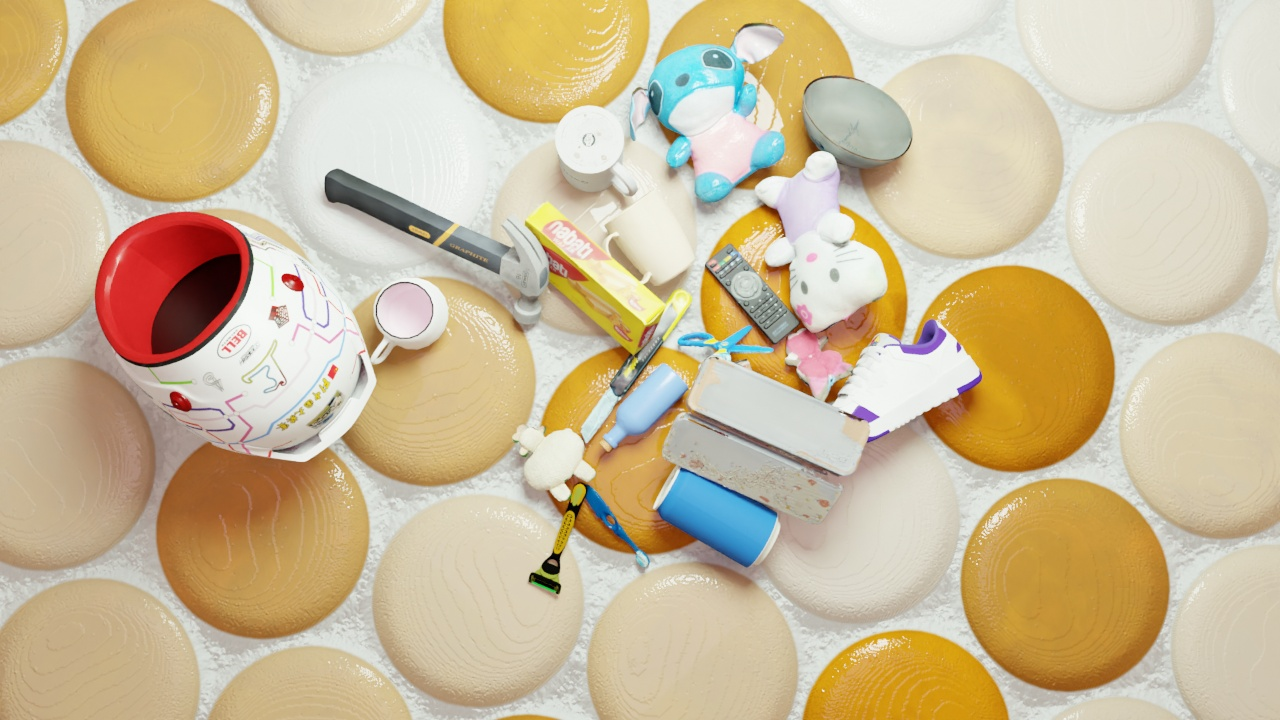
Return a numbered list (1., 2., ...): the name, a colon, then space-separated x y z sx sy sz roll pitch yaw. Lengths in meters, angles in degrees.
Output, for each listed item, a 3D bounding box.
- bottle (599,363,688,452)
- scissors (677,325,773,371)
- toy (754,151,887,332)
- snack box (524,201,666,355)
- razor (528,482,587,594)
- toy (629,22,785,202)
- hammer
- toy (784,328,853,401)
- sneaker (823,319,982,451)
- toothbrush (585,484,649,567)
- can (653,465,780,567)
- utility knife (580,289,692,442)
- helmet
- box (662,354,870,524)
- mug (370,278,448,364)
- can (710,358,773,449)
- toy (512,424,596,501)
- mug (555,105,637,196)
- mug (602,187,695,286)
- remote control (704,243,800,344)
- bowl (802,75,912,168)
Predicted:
1. bottle: -0.001 0.065 1.164 0.131 0.048 0.048 -45 89 -3
2. scissors: 0.104 -0.016 1.152 0.125 0.130 0.014 3 124 18
3. toy: 0.226 -0.146 1.158 0.138 0.085 0.209 -22 83 39
4. snack box: -0.062 -0.101 1.135 0.200 0.092 0.042 42 66 8
5. razor: -0.098 0.223 1.167 0.044 0.021 0.144 21 92 9
6. toy: 0.100 -0.314 1.159 0.224 0.098 0.191 -31 94 11
7. hammer: -0.259 -0.159 1.152 0.312 0.140 0.035 24 46 9
8. toy: 0.226 0.005 1.174 0.065 0.050 0.102 -37 53 5
9. sneaker: 0.301 0.029 1.155 0.244 0.092 0.111 -26 87 -6
10. toothbrush: -0.032 0.211 1.173 0.021 0.016 0.132 -40 89 17
11. can: 0.096 0.192 1.145 0.146 0.079 0.079 30 87 0
12. utility knife: -0.007 0.007 1.177 0.029 0.020 0.233 34 85 3
13. helmet: -0.457 -0.021 1.068 0.315 0.236 0.230 32 76 33
14. box: 0.148 0.097 1.093 0.216 0.071 0.157 24 112 0
15. mug: -0.297 -0.045 1.148 0.090 0.076 0.124 35 87 0
16. can: 0.120 0.065 1.158 0.066 0.067 0.124 -15 88 -2
17. toy: -0.111 0.124 1.158 0.112 0.050 0.087 40 81 6
18. mug: -0.050 -0.251 1.153 0.119 0.096 0.083 44 87 1
19. mug: 0.005 -0.143 1.152 0.111 0.085 0.104 -41 100 -25
20. remote control: 0.144 -0.086 1.190 0.045 0.021 0.140 -40 84 -4
21. bowl: 0.267 -0.292 1.170 0.150 0.057 0.150 8 55 -12
